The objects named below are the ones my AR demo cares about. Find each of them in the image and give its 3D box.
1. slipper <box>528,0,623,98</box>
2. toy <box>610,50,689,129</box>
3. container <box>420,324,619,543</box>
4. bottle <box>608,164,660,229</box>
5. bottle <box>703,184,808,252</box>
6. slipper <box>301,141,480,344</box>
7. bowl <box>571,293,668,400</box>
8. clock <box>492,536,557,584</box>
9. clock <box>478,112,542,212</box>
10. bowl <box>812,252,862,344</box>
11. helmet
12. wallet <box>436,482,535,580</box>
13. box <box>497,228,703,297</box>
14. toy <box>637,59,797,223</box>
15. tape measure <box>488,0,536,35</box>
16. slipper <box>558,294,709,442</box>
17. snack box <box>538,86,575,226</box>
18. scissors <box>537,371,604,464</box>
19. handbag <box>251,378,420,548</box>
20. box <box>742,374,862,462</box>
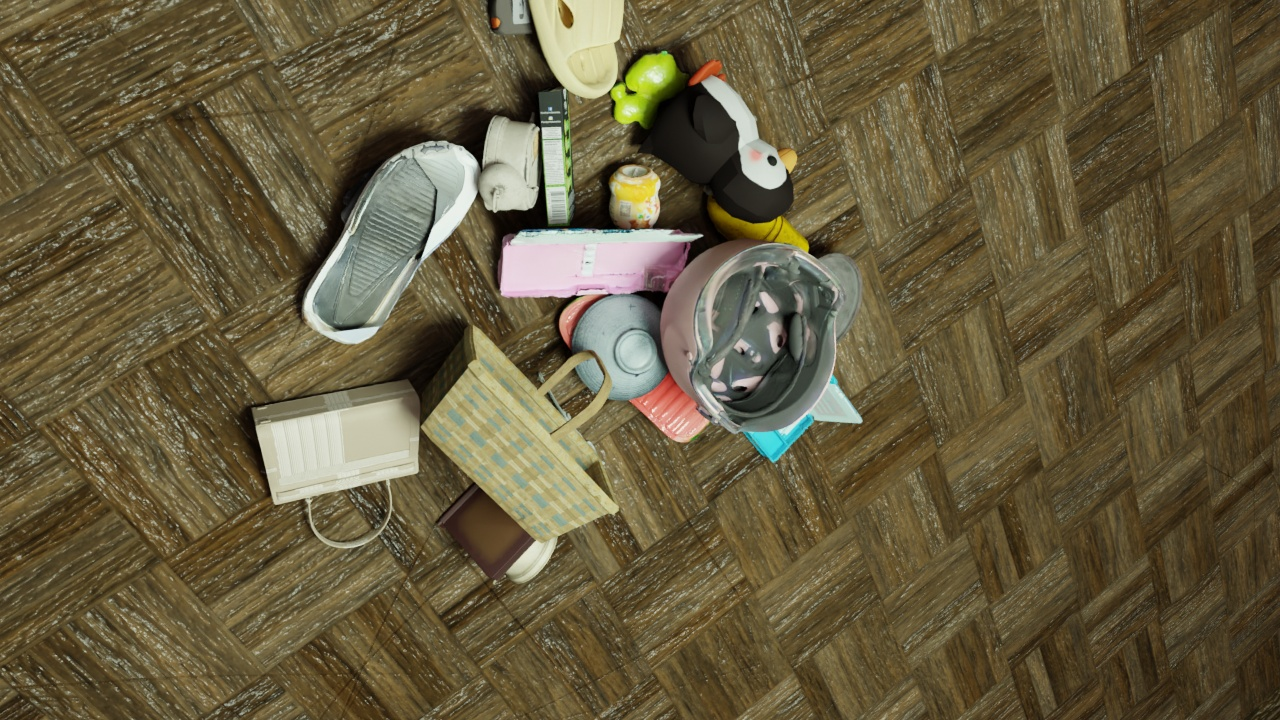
[{"bbox_3d":[-0.070,-0.417,0.992,0.111,0.079,0.261,-36,118,-42],"label":"slipper"},{"bbox_3d":[0.010,-0.328,1.109,0.094,0.036,0.094,4,111,-21],"label":"toy"},{"bbox_3d":[-0.114,0.065,1.061,0.186,0.157,0.250,-40,113,3],"label":"container"},{"bbox_3d":[-0.008,-0.184,1.135,0.063,0.063,0.109,-15,128,-22],"label":"bottle"},{"bbox_3d":[0.145,-0.181,1.209,0.163,0.071,0.071,37,88,-32],"label":"bottle"},{"bbox_3d":[-0.281,-0.137,1.012,0.111,0.063,0.264,27,106,-32],"label":"slipper"},{"bbox_3d":[-0.013,-0.014,1.135,0.137,0.057,0.137,-2,97,-18],"label":"bowl"},{"bbox_3d":[-0.144,0.221,1.183,0.054,0.093,0.141,40,96,-28],"label":"clock"},{"bbox_3d":[-0.139,-0.204,1.006,0.061,0.156,0.104,7,127,2],"label":"clock"},{"bbox_3d":[0.236,-0.087,1.282,0.144,0.067,0.145,-16,118,-31],"label":"bowl"},{"bbox_3d":[0.125,-0.032,1.125,0.255,0.153,0.230,37,81,-37],"label":"helmet"},{"bbox_3d":[-0.190,0.208,1.153,0.091,0.115,0.018,-46,152,-6],"label":"wallet"},{"bbox_3d":[-0.047,-0.133,1.084,0.230,0.161,0.062,-3,67,-17],"label":"box"},{"bbox_3d":[0.101,-0.236,1.100,0.140,0.159,0.184,-41,85,9],"label":"toy"},{"bbox_3d":[-0.135,-0.388,1.011,0.058,0.038,0.059,-12,112,-23],"label":"tape measure"},{"bbox_3d":[-0.007,0.007,1.202,0.249,0.059,0.103,43,82,-17],"label":"slipper"},{"bbox_3d":[-0.095,-0.236,1.058,0.025,0.080,0.148,-2,110,2],"label":"snack box"},{"bbox_3d":[-0.091,0.082,1.205,0.014,0.117,0.161,-26,85,10],"label":"scissors"},{"bbox_3d":[-0.345,0.135,1.078,0.175,0.062,0.198,-11,117,-24],"label":"handbag"},{"bbox_3d":[0.189,0.029,1.299,0.170,0.085,0.227,-28,123,21],"label":"box"}]
